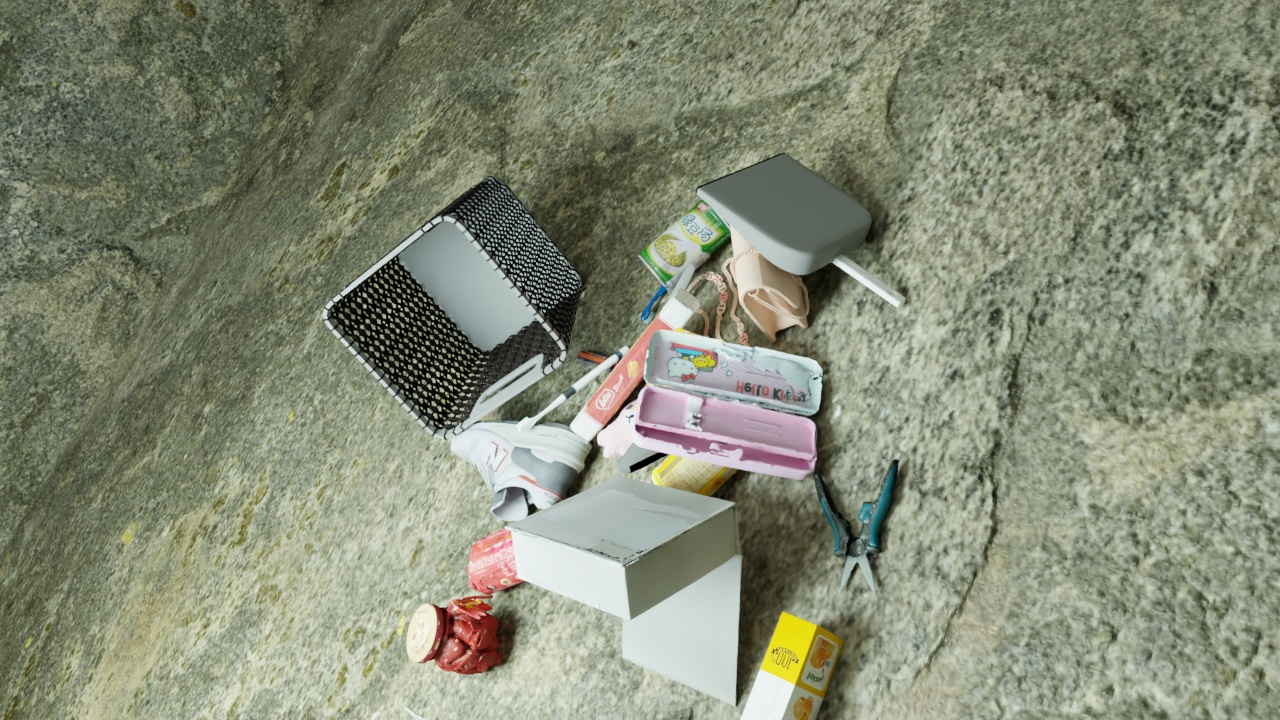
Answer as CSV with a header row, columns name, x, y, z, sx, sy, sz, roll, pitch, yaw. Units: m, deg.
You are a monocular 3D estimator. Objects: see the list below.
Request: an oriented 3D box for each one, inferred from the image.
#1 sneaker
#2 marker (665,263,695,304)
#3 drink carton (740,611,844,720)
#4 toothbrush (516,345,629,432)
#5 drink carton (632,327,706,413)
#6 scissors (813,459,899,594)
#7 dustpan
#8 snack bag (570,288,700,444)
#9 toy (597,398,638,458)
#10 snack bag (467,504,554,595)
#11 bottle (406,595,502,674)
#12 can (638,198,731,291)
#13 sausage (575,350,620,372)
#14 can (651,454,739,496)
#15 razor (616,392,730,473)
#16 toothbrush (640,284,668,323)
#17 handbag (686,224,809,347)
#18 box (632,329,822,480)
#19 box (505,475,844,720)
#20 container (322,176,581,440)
name,x,y,z,sx,sy,sz,roll,pitch,yaw
sneaker,-0.179,0.152,1.239,0.240,0.089,0.124,-7,55,35
marker,0.041,-0.067,1.226,0.022,0.016,0.139,35,105,25
drink carton,0.142,0.309,0.866,0.040,0.058,0.122,10,70,45
toothbrush,-0.089,0.037,1.228,0.186,0.012,0.017,-37,35,-15
drink carton,0.047,0.024,1.068,0.058,0.041,0.122,21,67,20
scissors,0.212,0.161,0.935,0.118,0.019,0.148,15,75,46
dustpan,0.208,-0.148,1.073,0.162,0.033,0.257,-28,56,-35
snack bag,-0.007,0.007,1.168,0.225,0.041,0.077,-49,2,17
toy,-0.008,0.090,1.149,0.095,0.053,0.099,-23,44,-8
snack bag,-0.149,0.239,1.158,0.177,0.082,0.082,-27,47,25
bottle,-0.220,0.337,1.133,0.099,0.111,0.098,-30,48,39
can,0.063,-0.157,1.241,0.121,0.067,0.067,-40,42,3
sausage,-0.041,0.006,1.269,0.155,0.020,0.020,14,72,46
can,0.070,0.119,1.054,0.105,0.067,0.067,-44,42,8
razor,0.037,0.085,1.091,0.156,0.060,0.057,-44,11,-13
toothbrush,0.037,-0.110,1.283,0.021,0.017,0.135,18,73,43
handbag,0.104,-0.084,1.127,0.188,0.116,0.198,-25,48,27
box,0.098,0.048,1.015,0.201,0.041,0.153,12,52,-1
box,0.059,0.267,0.993,0.167,0.446,0.164,7,58,44
container,-0.243,-0.088,1.301,0.248,0.245,0.243,-33,19,21
